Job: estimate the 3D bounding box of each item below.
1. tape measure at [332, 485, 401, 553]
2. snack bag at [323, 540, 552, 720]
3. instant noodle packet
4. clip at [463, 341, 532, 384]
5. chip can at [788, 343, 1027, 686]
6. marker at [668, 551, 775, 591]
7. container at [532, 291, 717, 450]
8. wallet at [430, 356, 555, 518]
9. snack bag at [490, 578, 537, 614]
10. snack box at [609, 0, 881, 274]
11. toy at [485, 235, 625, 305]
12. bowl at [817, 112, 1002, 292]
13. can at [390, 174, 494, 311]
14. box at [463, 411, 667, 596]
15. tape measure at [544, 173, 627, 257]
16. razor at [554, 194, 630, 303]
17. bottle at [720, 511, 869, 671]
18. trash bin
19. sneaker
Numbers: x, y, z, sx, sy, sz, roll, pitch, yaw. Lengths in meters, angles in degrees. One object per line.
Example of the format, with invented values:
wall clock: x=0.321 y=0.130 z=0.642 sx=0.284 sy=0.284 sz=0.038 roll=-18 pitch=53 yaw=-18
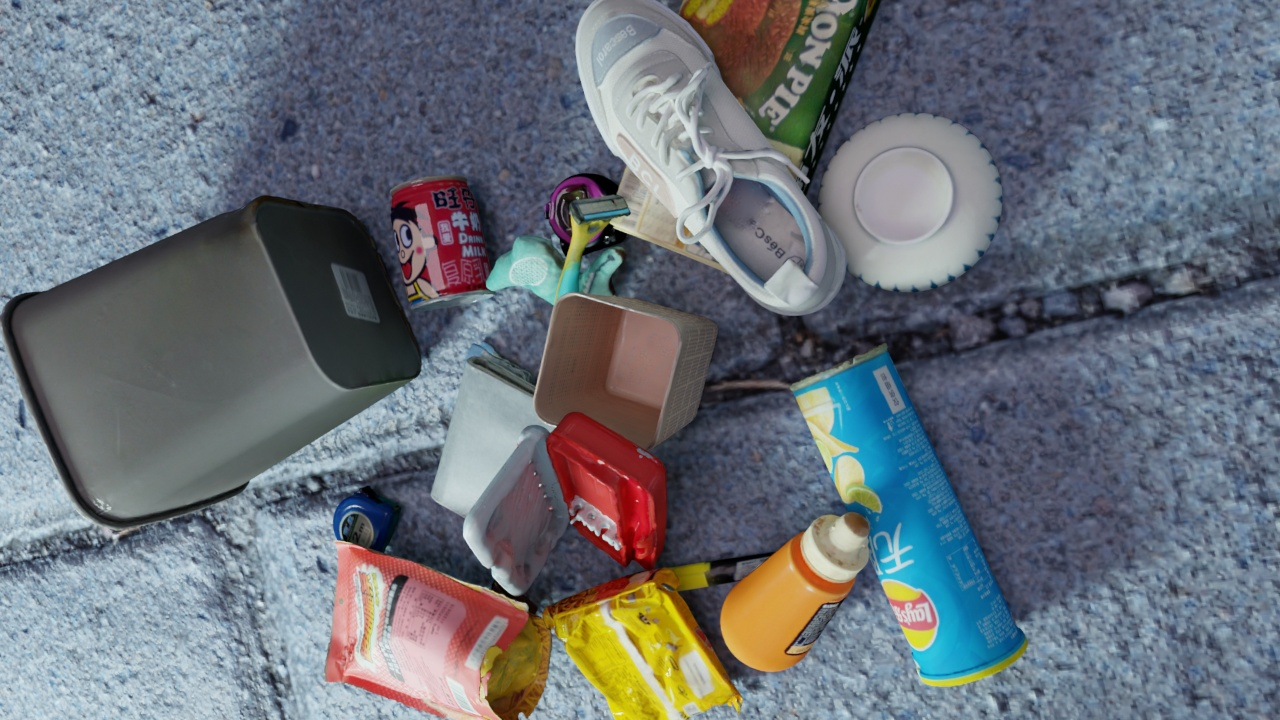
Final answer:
tape measure: x=-0.233 y=0.138 z=0.779 sx=0.054 sy=0.025 sz=0.058 roll=27 pitch=102 yaw=18
snack bag: x=-0.173 y=0.218 z=0.722 sx=0.208 sy=0.073 sz=0.128 roll=7 pitch=99 yaw=31
instant noodle packet: x=0.005 y=0.216 z=0.672 sx=0.111 sy=0.044 sz=0.128 roll=-23 pitch=107 yaw=22
clip: x=-0.112 y=0.007 z=0.724 sx=0.058 sy=0.037 sz=0.026 roll=28 pitch=102 yaw=15
chip can: x=0.171 y=0.098 z=0.597 sx=0.071 sy=0.071 sz=0.210 roll=-26 pitch=85 yaw=21
marker: x=0.067 y=0.154 z=0.673 sx=0.124 sy=0.015 sz=0.018 roll=-14 pitch=91 yaw=19
container: x=-0.004 y=0.004 z=0.633 sx=0.090 sy=0.110 sz=0.090 roll=17 pitch=100 yaw=19
wallet: x=-0.104 y=0.074 z=0.716 sx=0.106 sy=0.036 sz=0.130 roll=28 pitch=114 yaw=17
snack bag: x=-0.123 y=0.227 z=0.745 sx=0.045 sy=0.026 sz=0.105 roll=36 pitch=104 yaw=20
snack box: x=0.073 y=-0.182 z=0.613 sx=0.114 sy=0.063 sz=0.240 roll=23 pitch=102 yaw=17
toy: x=-0.056 y=-0.062 z=0.671 sx=0.092 sy=0.030 sz=0.097 roll=31 pitch=133 yaw=-19
bowl: x=0.168 y=-0.101 z=0.582 sx=0.117 sy=0.066 sz=0.116 roll=2 pitch=96 yaw=20
can: x=-0.153 y=-0.090 z=0.706 sx=0.067 sy=0.066 sz=0.094 roll=-12 pitch=90 yaw=21
box: x=-0.043 y=0.116 z=0.605 sx=0.094 sy=0.201 sz=0.100 roll=30 pitch=70 yaw=15
tape measure: x=-0.039 y=-0.108 z=0.674 sx=0.057 sy=0.039 sz=0.058 roll=-13 pitch=90 yaw=22
razor: x=-0.044 y=-0.055 z=0.639 sx=0.028 sy=0.043 sz=0.133 roll=45 pitch=136 yaw=32
bottle: x=0.106 y=0.148 z=0.604 sx=0.067 sy=0.066 sz=0.150 roll=39 pitch=133 yaw=13
trash bin: x=-0.316 y=-0.008 z=0.719 sx=0.220 sy=0.198 sz=0.199 roll=-25 pitch=88 yaw=14
sneaker: x=0.030 y=-0.126 z=0.552 sx=0.090 sy=0.090 sz=0.242 roll=-40 pitch=81 yaw=19
